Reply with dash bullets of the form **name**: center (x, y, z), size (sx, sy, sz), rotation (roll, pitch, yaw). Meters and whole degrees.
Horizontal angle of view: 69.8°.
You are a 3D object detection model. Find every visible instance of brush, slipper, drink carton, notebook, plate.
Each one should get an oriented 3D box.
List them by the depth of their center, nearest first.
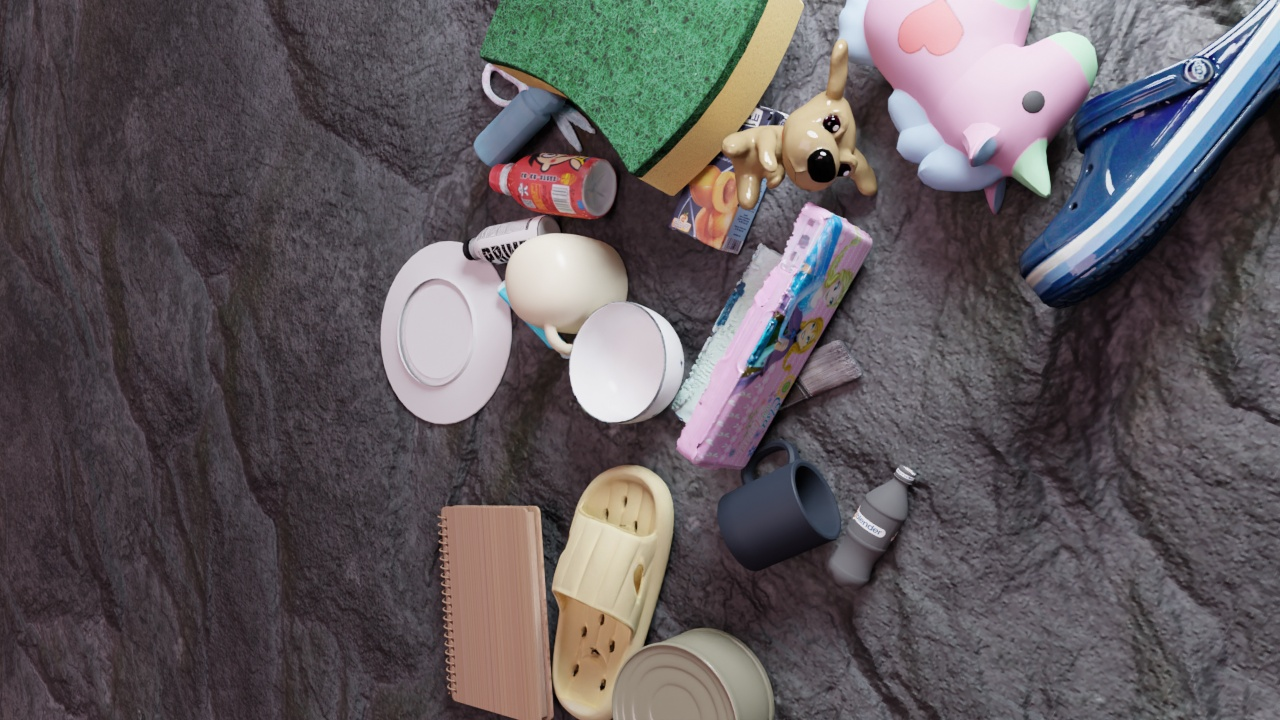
- **slipper**: center (0.340, -0.147, 0.610), size (0.095, 0.105, 0.253), rotation (43, 103, 18)
- **brush**: center (0.122, 0.025, 0.807), size (0.152, 0.012, 0.039), rotation (-27, 74, 32)
- **brush**: center (-0.006, -0.291, 0.811), size (0.250, 0.075, 0.195), rotation (42, 105, 27)
- **drink carton**: center (0.080, -0.168, 0.823), size (0.064, 0.040, 0.130), rotation (29, 104, 30)
- **slipper**: center (-0.046, 0.226, 0.878), size (0.111, 0.079, 0.261), rotation (17, 99, 36)
- **notebook**: center (-0.158, 0.259, 0.964), size (0.169, 0.022, 0.210), rotation (-9, 84, 46)
- **plate**: center (-0.229, -0.032, 1.043), size (0.209, 0.015, 0.208), rotation (-1, 88, 34)

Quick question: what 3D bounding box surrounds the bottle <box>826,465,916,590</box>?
- **bottle**: center (0.190, 0.134, 0.744), size (0.036, 0.036, 0.110), rotation (35, 108, 29)

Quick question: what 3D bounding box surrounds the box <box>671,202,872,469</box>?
- **box**: center (0.088, -0.030, 0.779), size (0.106, 0.086, 0.230), rotation (37, 104, 37)

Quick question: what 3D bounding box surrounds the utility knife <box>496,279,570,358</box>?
- **utility knife**: center (-0.109, -0.042, 0.963), size (0.022, 0.015, 0.124), rotation (-37, 64, -18)

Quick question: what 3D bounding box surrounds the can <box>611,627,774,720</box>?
- **can**: center (0.047, 0.307, 0.814), size (0.128, 0.073, 0.127), rotation (-1, 88, 34)

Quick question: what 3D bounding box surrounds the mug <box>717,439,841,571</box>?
- **mug**: center (0.115, 0.118, 0.783), size (0.078, 0.071, 0.105), rotation (-31, 46, 30)

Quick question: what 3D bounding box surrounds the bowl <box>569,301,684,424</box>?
- **bowl**: center (-0.005, 0.005, 0.860), size (0.114, 0.063, 0.113), rotation (-6, 81, 37)

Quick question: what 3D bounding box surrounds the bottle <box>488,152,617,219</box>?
- **bottle**: center (-0.094, -0.179, 0.928), size (0.138, 0.061, 0.062), rotation (14, 96, 32)

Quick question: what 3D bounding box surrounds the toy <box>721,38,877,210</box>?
- **toy**: center (0.124, -0.171, 0.730), size (0.108, 0.105, 0.134), rotation (-11, 127, 18)

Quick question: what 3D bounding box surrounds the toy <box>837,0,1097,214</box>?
- **toy**: center (0.229, -0.219, 0.689), size (0.222, 0.120, 0.171), rotation (29, 95, 30)

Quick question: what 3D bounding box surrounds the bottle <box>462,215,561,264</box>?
- **bottle**: center (-0.140, -0.125, 0.970), size (0.116, 0.041, 0.041), rotation (-5, 86, 34)

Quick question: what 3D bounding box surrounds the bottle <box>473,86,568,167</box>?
- **bottle**: center (-0.118, -0.253, 0.946), size (0.130, 0.040, 0.040), rotation (-37, 69, 29)

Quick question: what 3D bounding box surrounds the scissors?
- **scissors**: center (-0.111, -0.271, 0.973), size (0.105, 0.016, 0.179), rotation (-39, 72, 27)

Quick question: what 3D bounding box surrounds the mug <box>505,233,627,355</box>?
- **mug**: center (-0.077, -0.064, 0.890), size (0.096, 0.099, 0.120), rotation (-10, 83, 33)
